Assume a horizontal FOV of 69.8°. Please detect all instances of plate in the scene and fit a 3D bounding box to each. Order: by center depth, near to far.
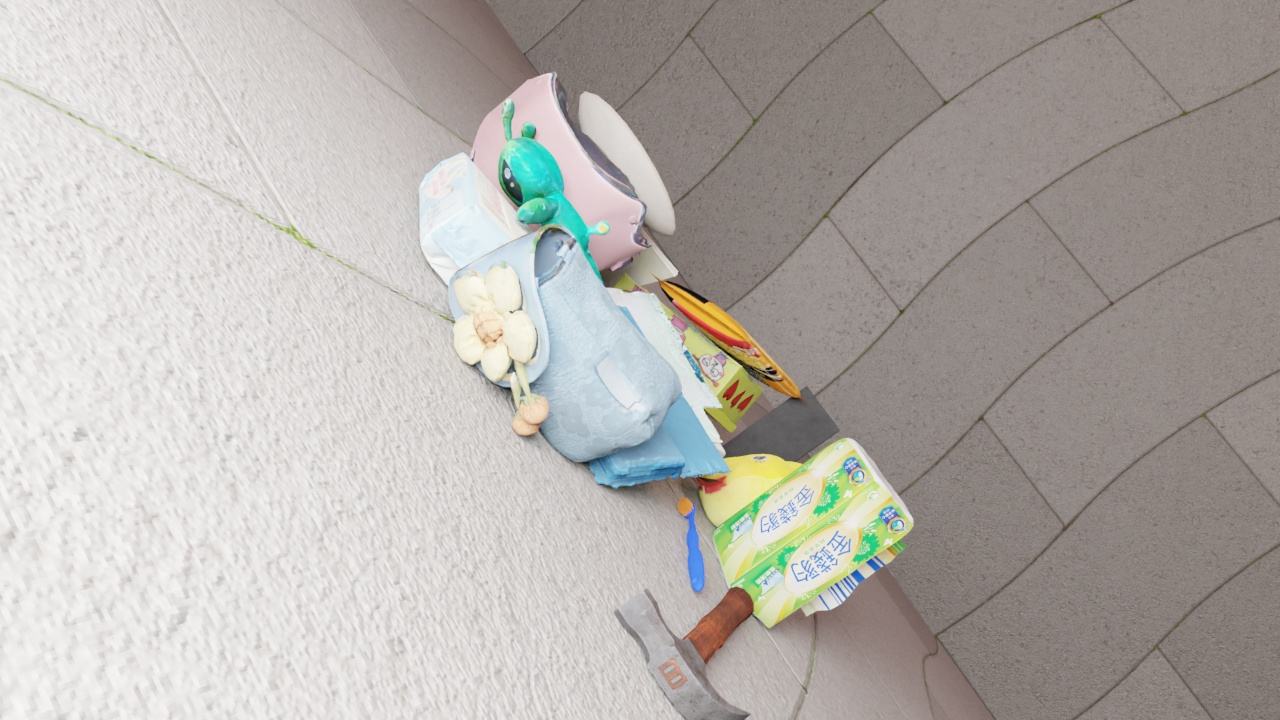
[{"bbox_3d":[-0.025,-0.218,1.054,0.188,0.027,0.189,54,-8,11],"label":"plate"}]

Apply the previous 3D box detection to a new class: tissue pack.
[{"bbox_3d":[-0.142,-0.107,0.808,0.112,0.070,0.181,49,8,-30],"label":"tissue pack"},{"bbox_3d":[0.197,0.200,0.980,0.141,0.198,0.120,48,17,-22],"label":"tissue pack"}]

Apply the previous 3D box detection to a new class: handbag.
[{"bbox_3d":[-0.065,-0.001,0.693,0.192,0.122,0.118,56,40,-21],"label":"handbag"},{"bbox_3d":[0.187,0.124,1.297,0.072,0.176,0.195,55,6,12],"label":"handbag"}]

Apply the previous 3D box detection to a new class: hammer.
[{"bbox_3d":[0.059,0.220,0.744,0.111,0.028,0.300,55,9,13],"label":"hammer"}]

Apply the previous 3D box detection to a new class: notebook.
[{"bbox_3d":[-0.053,-0.158,1.247,0.153,0.012,0.209,50,-27,-19],"label":"notebook"}]

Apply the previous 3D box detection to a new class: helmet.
[{"bbox_3d":[-0.102,-0.186,1.035,0.230,0.152,0.255,53,-2,-10],"label":"helmet"}]

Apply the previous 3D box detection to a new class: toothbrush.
[{"bbox_3d":[0.049,0.175,0.892,0.018,0.016,0.182,47,10,-11],"label":"toothbrush"}]

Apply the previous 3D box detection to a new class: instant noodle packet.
[{"bbox_3d":[0.114,-0.025,1.147,0.160,0.032,0.220,38,0,38],"label":"instant noodle packet"}]

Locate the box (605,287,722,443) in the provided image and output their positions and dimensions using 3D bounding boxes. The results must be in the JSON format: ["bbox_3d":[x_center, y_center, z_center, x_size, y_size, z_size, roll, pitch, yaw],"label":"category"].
[{"bbox_3d":[-0.006,0.006,0.957,0.159,0.035,0.230,1,47,-38],"label":"box"}]

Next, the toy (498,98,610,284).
[{"bbox_3d":[-0.081,-0.147,0.861,0.193,0.072,0.130,62,5,5],"label":"toy"}]

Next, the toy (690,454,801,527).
[{"bbox_3d":[0.153,0.154,1.084,0.134,0.207,0.092,163,-79,-65],"label":"toy"}]

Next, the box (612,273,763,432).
[{"bbox_3d":[0.047,-0.009,1.199,0.221,0.081,0.124,42,2,27],"label":"box"}]

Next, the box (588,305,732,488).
[{"bbox_3d":[-0.018,0.015,0.874,0.174,0.034,0.231,1,47,-45],"label":"box"}]

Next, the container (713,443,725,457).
[{"bbox_3d":[0.047,0.085,1.107,0.080,0.049,0.129,59,10,28],"label":"container"}]
